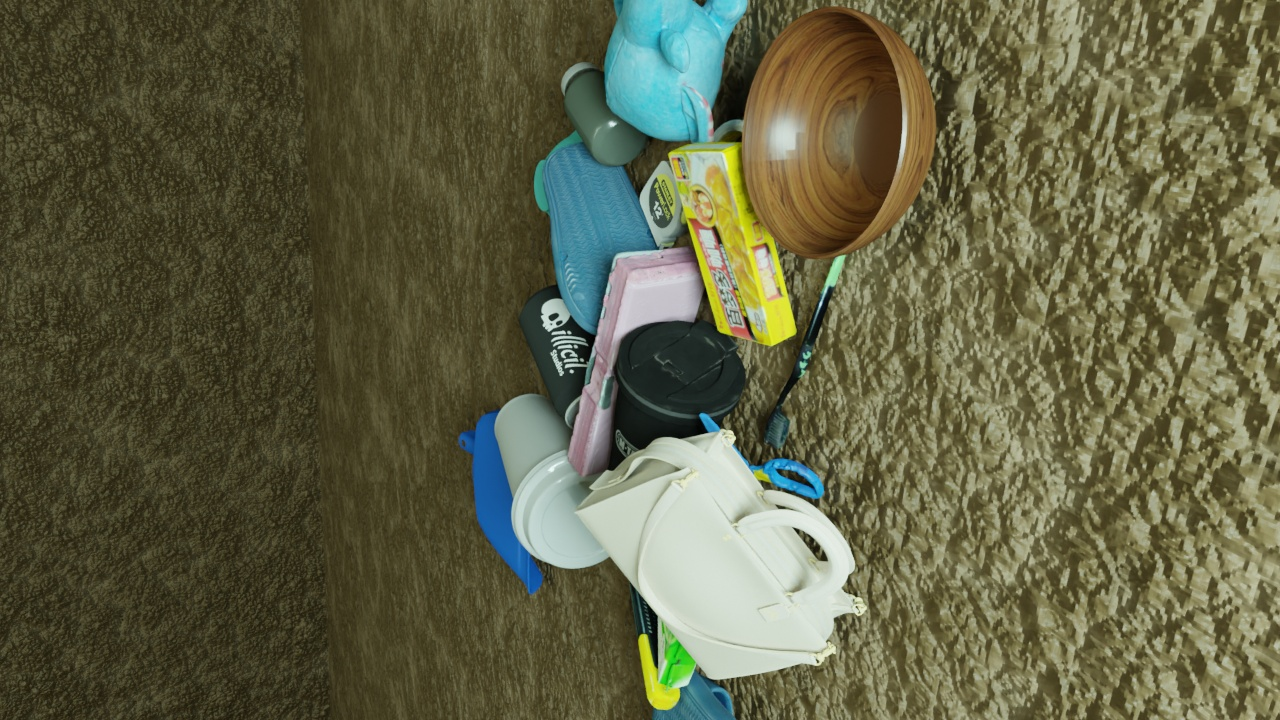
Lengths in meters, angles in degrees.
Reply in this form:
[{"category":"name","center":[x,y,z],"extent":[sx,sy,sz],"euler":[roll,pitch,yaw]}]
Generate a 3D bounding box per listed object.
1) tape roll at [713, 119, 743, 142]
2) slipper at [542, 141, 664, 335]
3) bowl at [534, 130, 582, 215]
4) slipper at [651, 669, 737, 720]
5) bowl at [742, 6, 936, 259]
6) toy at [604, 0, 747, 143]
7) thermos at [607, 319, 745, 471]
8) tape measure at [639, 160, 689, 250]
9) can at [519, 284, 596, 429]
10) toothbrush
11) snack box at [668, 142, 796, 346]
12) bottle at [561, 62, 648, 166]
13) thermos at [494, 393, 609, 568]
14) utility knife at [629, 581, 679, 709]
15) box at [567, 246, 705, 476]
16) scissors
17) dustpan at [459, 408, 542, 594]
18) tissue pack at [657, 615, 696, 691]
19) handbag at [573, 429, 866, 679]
[{"category":"tape roll","center":[0.079,-0.141,0.721],"extent":[0.094,0.019,0.094],"euler":[19,112,59]},{"category":"slipper","center":[-0.035,-0.117,0.872],"extent":[0.059,0.104,0.213],"euler":[83,173,-66]},{"category":"bowl","center":[-0.082,-0.186,0.980],"extent":[0.121,0.046,0.121],"euler":[19,112,59]},{"category":"slipper","center":[0.057,0.329,0.816],"extent":[0.214,0.059,0.103],"euler":[172,103,-73]},{"category":"bowl","center":[0.134,-0.138,0.568],"extent":[0.147,0.068,0.147],"euler":[19,112,58]},{"category":"toy","center":[0.025,-0.259,0.708],"extent":[0.181,0.114,0.183],"euler":[89,161,-59]},{"category":"thermos","center":[0.016,0.073,0.803],"extent":[0.105,0.105,0.219],"euler":[59,148,38]},{"category":"tape measure","center":[0.025,-0.140,0.822],"extent":[0.065,0.016,0.064],"euler":[-54,49,51]},{"category":"can","center":[-0.069,-0.005,0.955],"extent":[0.146,0.080,0.080],"euler":[63,145,33]},{"category":"toothbrush","center":[0.123,-0.009,0.672],"extent":[0.017,0.014,0.188],"euler":[41,132,34]},{"category":"snack box","center":[0.069,-0.088,0.692],"extent":[0.075,0.025,0.152],"euler":[21,134,59]},{"category":"bottle","center":[-0.037,-0.237,0.874],"extent":[0.108,0.060,0.060],"euler":[61,144,36]},{"category":"thermos","center":[-0.094,0.117,0.995],"extent":[0.222,0.131,0.132],"euler":[-134,46,-59]},{"category":"utility knife","center":[0.006,0.242,0.875],"extent":[0.020,0.028,0.197],"euler":[-63,24,28]},{"category":"box","center":[-0.004,0.004,0.829],"extent":[0.041,0.098,0.233],"euler":[47,136,38]},{"category":"scissors","center":[0.080,0.090,0.712],"extent":[0.125,0.016,0.125],"euler":[18,136,20]},{"category":"dustpan","center":[-0.195,0.148,1.242],"extent":[0.258,0.059,0.246],"euler":[20,113,48]},{"category":"tissue pack","center":[0.039,0.220,0.813],"extent":[0.113,0.034,0.100],"euler":[-90,12,-54]},{"category":"handbag","center":[0.071,0.136,0.660],"extent":[0.194,0.101,0.198],"euler":[52,145,-6]}]
